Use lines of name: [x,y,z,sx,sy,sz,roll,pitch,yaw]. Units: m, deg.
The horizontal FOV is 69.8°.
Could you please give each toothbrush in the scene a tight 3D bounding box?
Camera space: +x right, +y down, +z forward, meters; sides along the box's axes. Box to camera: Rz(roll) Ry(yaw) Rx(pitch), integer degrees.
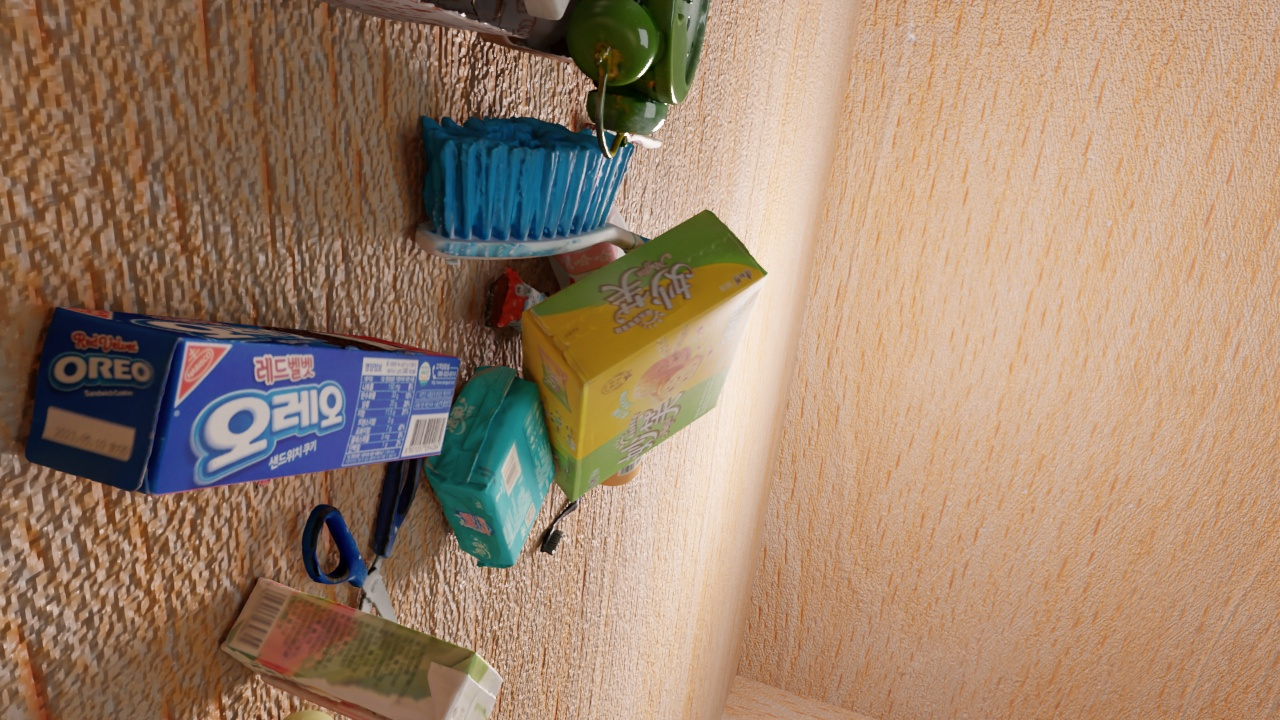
toothbrush: [-0.013,-0.191,0.798,0.187,0.016,0.017,-28,138,-70]
toothbrush: [-0.057,0.131,0.913,0.189,0.016,0.014,-55,162,-56]

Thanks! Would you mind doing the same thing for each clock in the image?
clock: [0.000,-0.191,0.512,0.116,0.056,0.161,64,38,-73]

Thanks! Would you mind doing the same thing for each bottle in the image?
bottle: [-0.038,-0.081,0.712,0.197,0.068,0.068,68,37,-57]

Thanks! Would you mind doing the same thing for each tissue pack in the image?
tissue pack: [-0.101,0.077,0.640,0.134,0.050,0.093,85,22,-50]

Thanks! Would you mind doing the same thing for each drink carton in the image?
drink carton: [-0.134,0.148,0.442,0.054,0.122,0.045,79,30,-57]

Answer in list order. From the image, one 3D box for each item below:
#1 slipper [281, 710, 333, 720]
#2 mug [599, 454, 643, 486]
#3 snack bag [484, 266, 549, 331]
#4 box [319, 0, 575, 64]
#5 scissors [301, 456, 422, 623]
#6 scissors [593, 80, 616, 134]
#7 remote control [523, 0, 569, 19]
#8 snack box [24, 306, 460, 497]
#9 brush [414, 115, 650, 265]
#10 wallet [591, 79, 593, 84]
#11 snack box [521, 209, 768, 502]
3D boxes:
slipper: [-0.183,0.244,0.429,0.190,0.082,0.092,-48,145,-66]
mug: [-0.024,0.059,0.863,0.123,0.078,0.078,94,17,-44]
snack bag: [-0.082,-0.037,0.657,0.105,0.026,0.045,32,63,-75]
box: [-0.068,-0.241,0.426,0.259,0.082,0.177,-34,135,-68]
scissors: [-0.158,0.120,0.535,0.175,0.012,0.162,72,31,-66]
scissors: [-0.015,-0.227,0.664,0.235,0.022,0.148,71,40,-59]
remote control: [-0.044,-0.201,0.360,0.135,0.019,0.056,69,37,-69]
snack box: [-0.150,0.016,0.395,0.207,0.058,0.057,5,98,-75]
brush: [-0.025,-0.100,0.613,0.313,0.060,0.110,-15,127,-50]
wallet: [-0.023,-0.281,0.682,0.101,0.020,0.115,73,30,-60]
snack box: [-0.004,0.004,0.680,0.157,0.070,0.210,-32,159,-21]
